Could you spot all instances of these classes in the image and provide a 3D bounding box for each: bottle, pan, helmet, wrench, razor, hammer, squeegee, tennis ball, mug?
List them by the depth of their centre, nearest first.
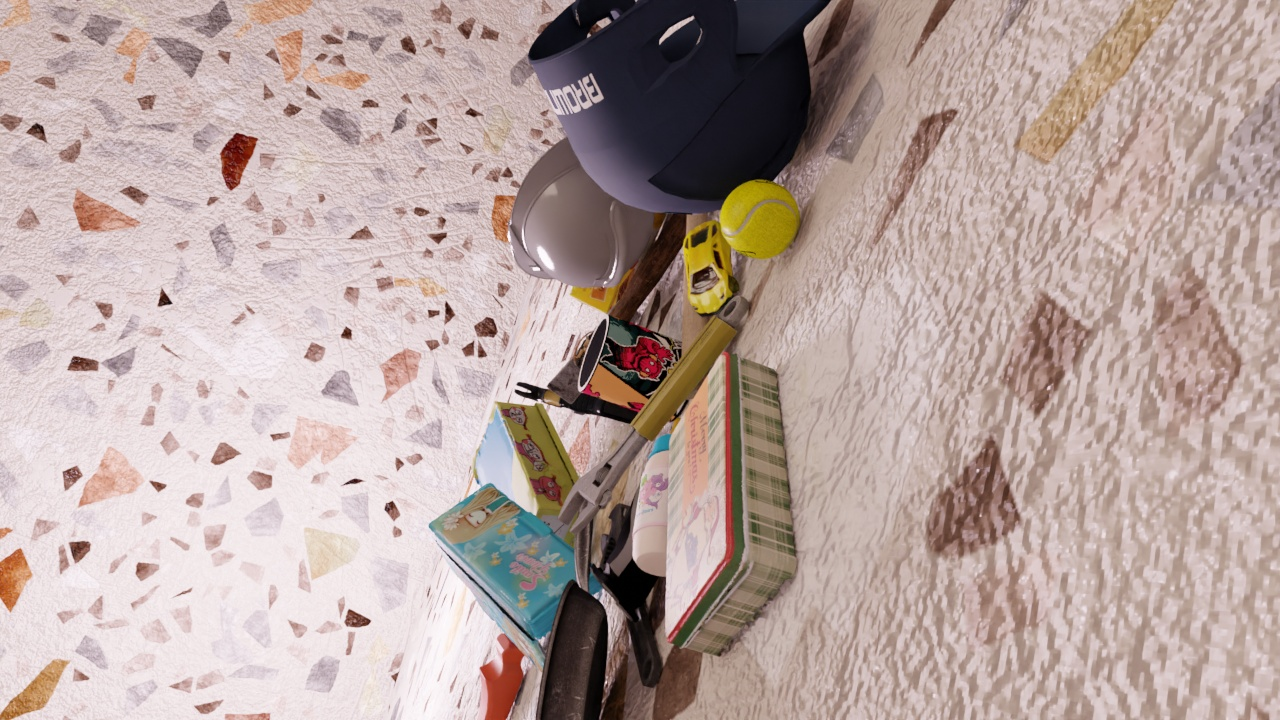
[{"bbox_3d":[0.100,-0.118,0.765,0.065,0.065,0.065,-161,91,-77],"label":"tennis ball"},{"bbox_3d":[0.025,0.107,0.772,0.051,0.051,0.145,124,161,-48],"label":"bottle"},{"bbox_3d":[0.004,0.147,0.803,0.060,0.057,0.155,4,49,33],"label":"razor"},{"bbox_3d":[0.058,-0.253,0.835,0.272,0.223,0.232,-41,29,-4],"label":"helmet"},{"bbox_3d":[-0.054,0.233,0.837,0.355,0.055,0.188,-76,-10,-55],"label":"pan"},{"bbox_3d":[0.011,0.051,0.843,0.273,0.018,0.083,-53,18,7],"label":"wrench"},{"bbox_3d":[-0.010,0.210,0.847,0.273,0.018,0.073,-118,48,-71],"label":"wrench"},{"bbox_3d":[0.055,-0.107,0.939,0.120,0.030,0.330,-22,47,33],"label":"hammer"},{"bbox_3d":[-0.006,0.005,0.941,0.118,0.098,0.082,-138,69,-76],"label":"mug"},{"bbox_3d":[-0.050,-0.143,1.079,0.117,0.183,0.272,59,156,24],"label":"helmet"},{"bbox_3d":[0.004,-0.098,1.080,0.301,0.037,0.217,-55,-1,33],"label":"hammer"},{"bbox_3d":[-0.177,0.404,1.155,0.250,0.055,0.185,28,98,59],"label":"squeegee"},{"bbox_3d":[-0.084,0.054,1.204,0.333,0.117,0.025,180,106,-71],"label":"hammer"}]

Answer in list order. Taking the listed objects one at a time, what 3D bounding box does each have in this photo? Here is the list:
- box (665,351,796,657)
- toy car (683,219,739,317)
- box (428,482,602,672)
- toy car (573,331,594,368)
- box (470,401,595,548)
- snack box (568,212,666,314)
[{"bbox_3d":[0.058,0.098,0.663,0.205,0.049,0.118,-84,20,-49],"label":"box"},{"bbox_3d":[0.066,-0.089,0.882,0.049,0.030,0.106,-26,50,27],"label":"toy car"},{"bbox_3d":[-0.134,0.248,1.031,0.227,0.097,0.121,27,142,46],"label":"box"},{"bbox_3d":[-0.020,0.009,1.031,0.047,0.112,0.047,-61,-18,8],"label":"toy car"},{"bbox_3d":[-0.144,0.161,1.177,0.125,0.080,0.221,-66,32,24],"label":"box"},{"bbox_3d":[-0.014,-0.182,1.257,0.230,0.062,0.109,-66,-10,16],"label":"snack box"}]
